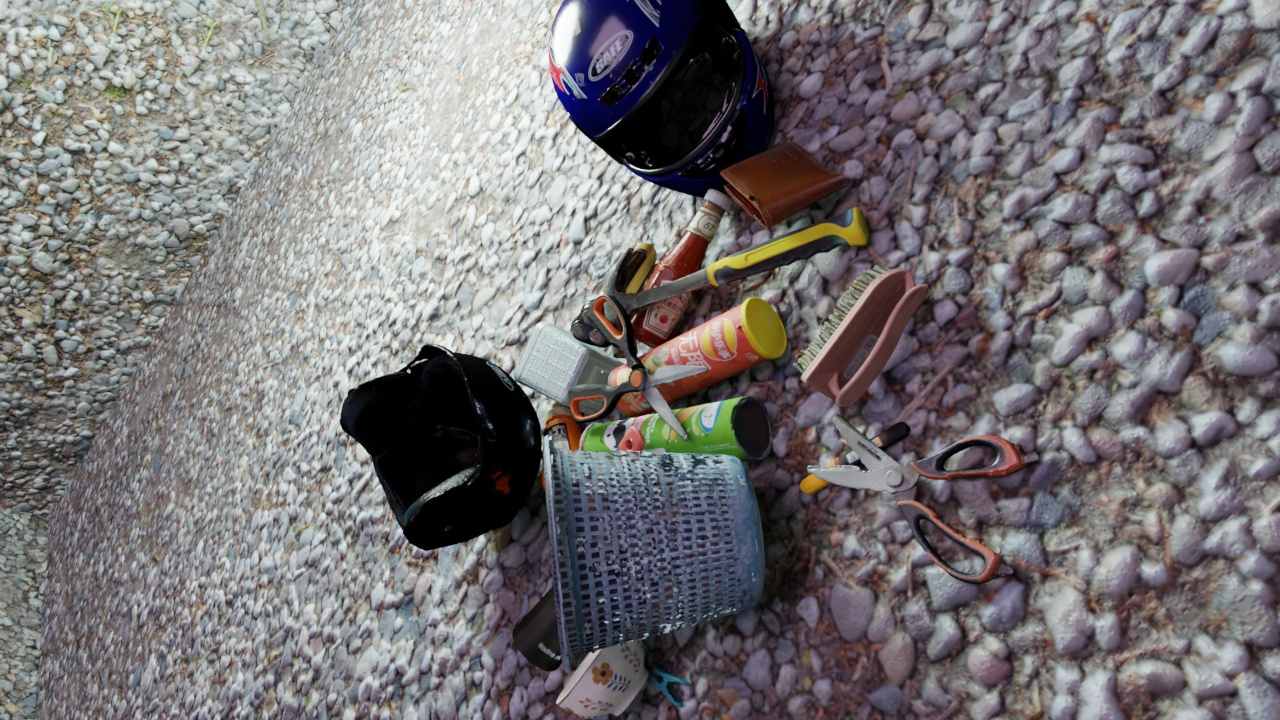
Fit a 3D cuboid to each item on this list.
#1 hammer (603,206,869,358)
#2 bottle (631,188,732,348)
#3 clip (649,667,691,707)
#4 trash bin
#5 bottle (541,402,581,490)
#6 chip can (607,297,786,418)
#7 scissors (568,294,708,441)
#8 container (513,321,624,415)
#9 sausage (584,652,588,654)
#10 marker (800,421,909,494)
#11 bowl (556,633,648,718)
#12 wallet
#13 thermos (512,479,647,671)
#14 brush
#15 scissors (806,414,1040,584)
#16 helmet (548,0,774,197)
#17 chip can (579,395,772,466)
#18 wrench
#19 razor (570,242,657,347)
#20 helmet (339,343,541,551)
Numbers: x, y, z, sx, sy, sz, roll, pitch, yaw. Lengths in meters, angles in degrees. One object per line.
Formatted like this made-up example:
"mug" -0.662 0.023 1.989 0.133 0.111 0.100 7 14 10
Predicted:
"hammer" 0.098 -0.105 1.041 0.324 0.031 0.126 -18 72 27
"bottle" 0.050 -0.112 1.126 0.060 0.059 0.206 35 98 49
"clip" 0.030 0.341 0.965 0.055 0.013 0.038 16 83 50
"trash bin" 0.011 0.177 0.895 0.226 0.195 0.226 173 92 -85
"bottle" -0.099 0.111 1.182 0.067 0.066 0.149 -42 39 25
"chip can" 0.060 0.000 1.051 0.217 0.073 0.073 -25 54 37
"scissors" -0.013 0.018 1.041 0.230 0.021 0.220 -42 57 37
"container" -0.089 0.015 1.194 0.111 0.090 0.090 27 93 47
"sausage" -0.021 0.290 1.037 0.165 0.021 0.021 -42 46 25
"marker" 0.208 0.096 0.892 0.124 0.015 0.018 -38 49 26
"bowl" -0.032 0.337 0.979 0.062 0.113 0.113 38 103 6
"wallet" 0.159 -0.201 1.034 0.101 0.032 0.124 -26 38 -4
"thermos" -0.051 0.233 1.032 0.243 0.090 0.068 -50 11 8
"brush" 0.221 -0.026 0.901 0.146 0.063 0.073 -55 37 10
"scissors" 0.251 0.114 0.826 0.227 0.015 0.188 -24 58 33
"helmet" 0.010 -0.366 1.155 0.248 0.240 0.315 -46 45 24
"chip can" 0.036 0.091 1.035 0.237 0.072 0.072 -13 62 42
"wrench" -0.053 0.187 1.067 0.056 0.016 0.274 51 127 42
"razor" -0.027 -0.088 1.168 0.062 0.068 0.167 17 56 25
"helmet" -0.237 0.108 1.181 0.233 0.229 0.275 48 121 32
